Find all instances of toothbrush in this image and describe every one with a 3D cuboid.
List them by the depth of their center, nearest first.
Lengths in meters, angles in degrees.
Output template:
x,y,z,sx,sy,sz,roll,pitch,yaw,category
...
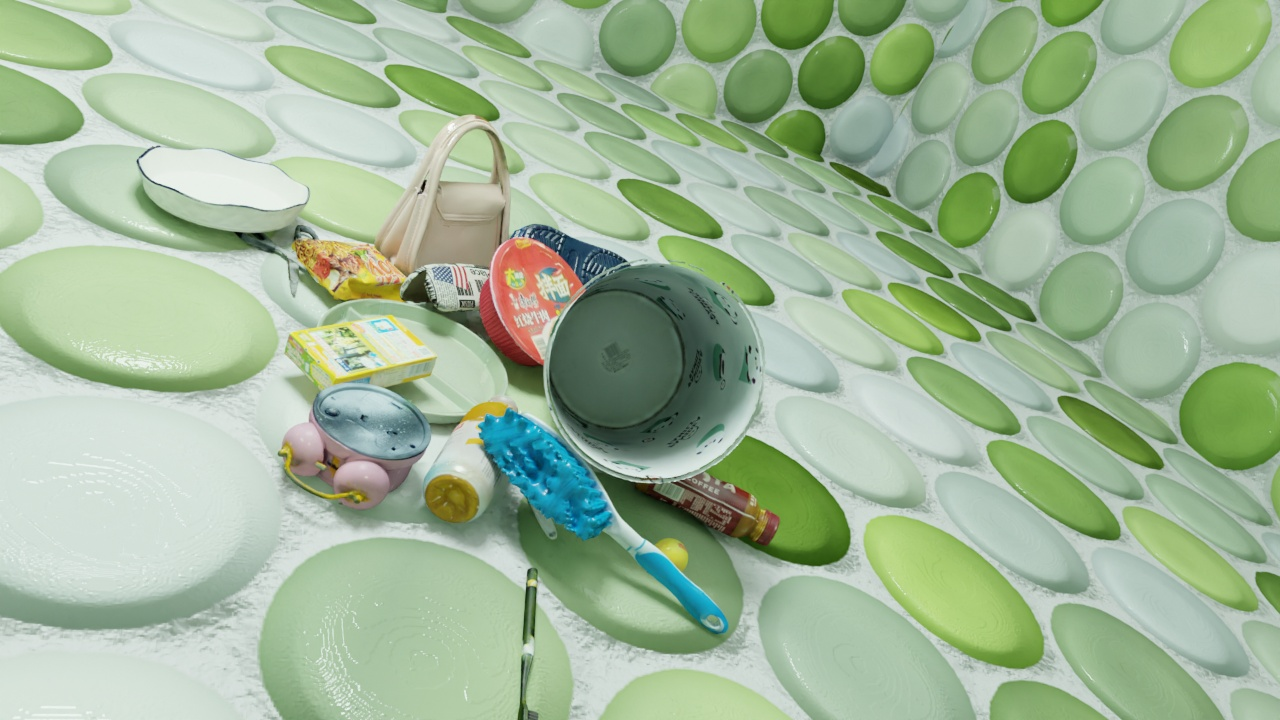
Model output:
x,y,z,sx,sy,sz,roll,pitch,yaw,category
-0.096,0.251,0.810,0.017,0.012,0.185,26,25,-18,toothbrush
-0.126,0.128,1.004,0.016,0.016,0.180,6,33,-35,toothbrush

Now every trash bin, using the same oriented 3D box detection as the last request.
x,y,z,sx,sy,sz,roll,pitch,yaw,category
-0.006,0.006,1.048,0.229,0.229,0.252,22,-2,-11,trash bin

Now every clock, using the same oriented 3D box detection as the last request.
x,y,z,sx,sy,sz,roll,pitch,yaw,category
-0.277,0.086,0.887,0.117,0.060,0.158,31,24,4,clock

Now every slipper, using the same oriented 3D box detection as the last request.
x,y,z,sx,sy,sz,roll,pitch,yaw,category
-0.112,-0.133,1.425,0.095,0.105,0.252,-4,-17,41,slipper

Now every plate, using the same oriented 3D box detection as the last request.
x,y,z,sx,sy,sz,roll,pitch,yaw,category
-0.270,0.000,1.088,0.230,0.028,0.229,22,26,-12,plate
-0.542,-0.222,1.195,0.205,0.046,0.204,17,23,-7,plate

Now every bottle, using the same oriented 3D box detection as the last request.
x,y,z,sx,sy,sz,roll,pitch,yaw,category
-0.169,0.095,0.962,0.068,0.068,0.189,26,26,-4,bottle
0.080,0.164,1.089,0.175,0.058,0.057,28,26,-1,bottle

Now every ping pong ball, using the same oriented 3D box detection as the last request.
x,y,z,sx,sy,sz,roll,pitch,yaw,category
0.031,0.209,0.976,0.040,0.040,0.040,22,26,-12,ping pong ball

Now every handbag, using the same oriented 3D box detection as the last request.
x,y,z,sx,sy,sz,roll,pitch,yaw,category
-0.255,-0.224,1.277,0.093,0.234,0.192,31,23,25,handbag

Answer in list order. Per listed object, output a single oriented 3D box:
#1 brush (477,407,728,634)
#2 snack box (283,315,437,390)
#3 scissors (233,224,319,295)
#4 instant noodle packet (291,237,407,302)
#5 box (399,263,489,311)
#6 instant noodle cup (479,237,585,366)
x,y,z,sx,sy,sz,roll,pitch,yaw,category
-0.032,0.164,0.919,0.314,0.060,0.109,46,10,12,brush
-0.303,-0.006,1.002,0.087,0.034,0.140,38,27,23,snack box
-0.447,-0.133,1.185,0.181,0.014,0.159,30,28,-1,scissors
-0.366,-0.116,1.180,0.111,0.044,0.128,43,20,20,instant noodle packet
-0.237,-0.090,1.227,0.087,0.076,0.162,44,22,23,box
-0.146,-0.063,1.220,0.193,0.066,0.193,34,43,-39,instant noodle cup
